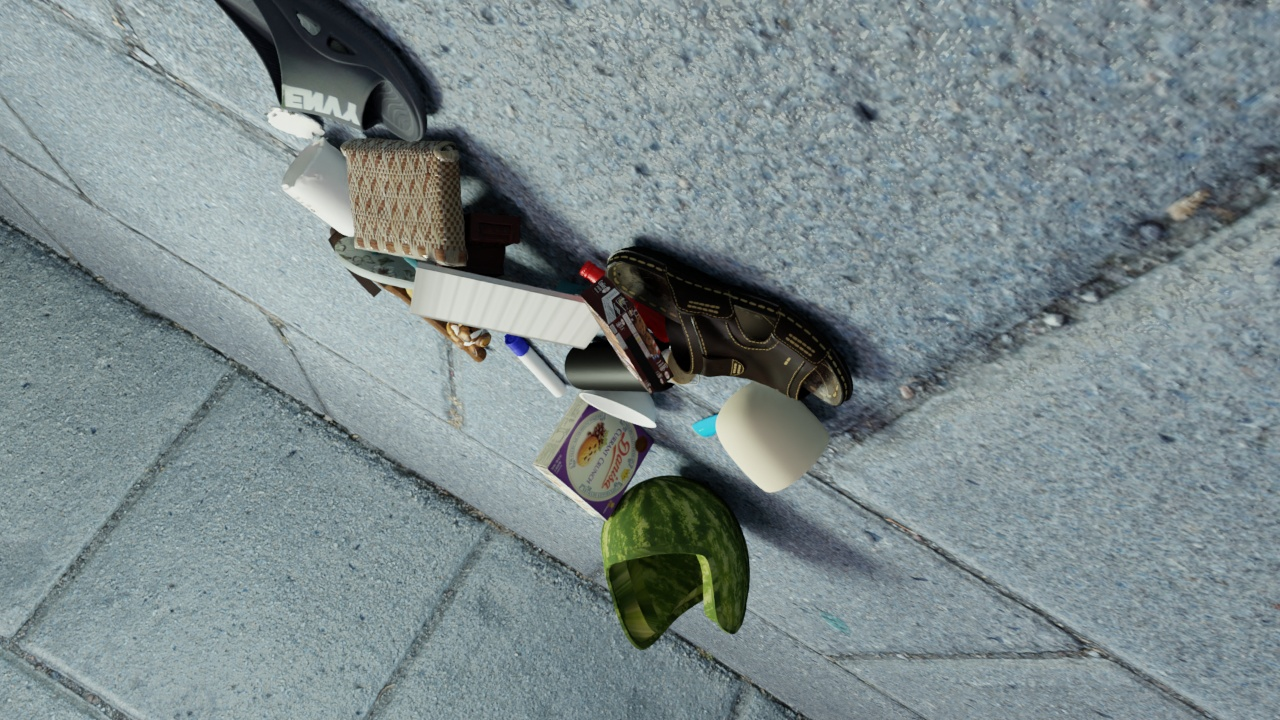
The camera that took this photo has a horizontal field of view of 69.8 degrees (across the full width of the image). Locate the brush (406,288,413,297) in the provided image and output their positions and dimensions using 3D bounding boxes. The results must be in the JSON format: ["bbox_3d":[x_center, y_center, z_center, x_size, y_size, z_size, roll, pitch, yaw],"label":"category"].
[{"bbox_3d":[-0.256,-0.089,1.190,0.059,0.043,0.195,-5,-157,-37],"label":"brush"}]

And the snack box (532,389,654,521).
[{"bbox_3d":[-0.065,0.135,1.340,0.041,0.143,0.148,8,149,48],"label":"snack box"}]

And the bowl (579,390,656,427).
[{"bbox_3d":[-0.023,0.048,1.221,0.110,0.040,0.110,22,167,5],"label":"bowl"}]

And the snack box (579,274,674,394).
[{"bbox_3d":[-0.012,-0.023,0.928,0.051,0.031,0.141,47,173,35],"label":"snack box"}]

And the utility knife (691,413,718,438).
[{"bbox_3d":[0.105,0.078,1.151,0.031,0.015,0.206,34,163,-8],"label":"utility knife"}]

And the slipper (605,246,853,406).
[{"bbox_3d":[0.077,-0.022,0.878,0.268,0.075,0.113,28,160,10],"label":"slipper"}]

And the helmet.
[{"bbox_3d":[0.052,0.294,1.409,0.214,0.242,0.247,-19,102,30],"label":"helmet"}]

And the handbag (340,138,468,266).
[{"bbox_3d":[-0.247,-0.171,0.973,0.186,0.046,0.124,14,111,41],"label":"handbag"}]

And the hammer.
[{"bbox_3d":[-0.324,-0.082,1.322,0.115,0.033,0.323,49,-178,40],"label":"hammer"}]

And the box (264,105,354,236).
[{"bbox_3d":[-0.378,-0.223,1.069,0.166,0.092,0.083,37,165,-38],"label":"box"}]

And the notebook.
[{"bbox_3d":[-0.147,-0.057,1.021,0.209,0.009,0.143,11,161,-13],"label":"notebook"}]

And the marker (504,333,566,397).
[{"bbox_3d":[-0.153,0.006,1.343,0.027,0.023,0.133,42,173,48],"label":"marker"}]

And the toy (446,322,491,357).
[{"bbox_3d":[-0.245,-0.048,1.294,0.087,0.067,0.113,55,148,9],"label":"toy"}]

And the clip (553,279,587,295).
[{"bbox_3d":[-0.047,-0.068,1.026,0.127,0.028,0.114,18,157,35],"label":"clip"}]

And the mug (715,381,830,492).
[{"bbox_3d":[0.131,0.075,0.998,0.100,0.096,0.120,46,162,-8],"label":"mug"}]

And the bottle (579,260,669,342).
[{"bbox_3d":[-0.011,-0.065,0.962,0.119,0.036,0.036,34,159,-5],"label":"bottle"}]

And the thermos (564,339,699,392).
[{"bbox_3d":[-0.007,0.006,1.082,0.061,0.061,0.232,43,157,-26],"label":"thermos"}]

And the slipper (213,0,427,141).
[{"bbox_3d":[-0.315,-0.285,0.833,0.268,0.083,0.111,38,157,-12],"label":"slipper"}]

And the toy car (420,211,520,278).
[{"bbox_3d":[-0.192,-0.123,1.020,0.070,0.062,0.170,1,177,-31],"label":"toy car"}]

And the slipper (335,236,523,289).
[{"bbox_3d":[-0.243,-0.120,1.122,0.269,0.098,0.055,20,127,8],"label":"slipper"}]
